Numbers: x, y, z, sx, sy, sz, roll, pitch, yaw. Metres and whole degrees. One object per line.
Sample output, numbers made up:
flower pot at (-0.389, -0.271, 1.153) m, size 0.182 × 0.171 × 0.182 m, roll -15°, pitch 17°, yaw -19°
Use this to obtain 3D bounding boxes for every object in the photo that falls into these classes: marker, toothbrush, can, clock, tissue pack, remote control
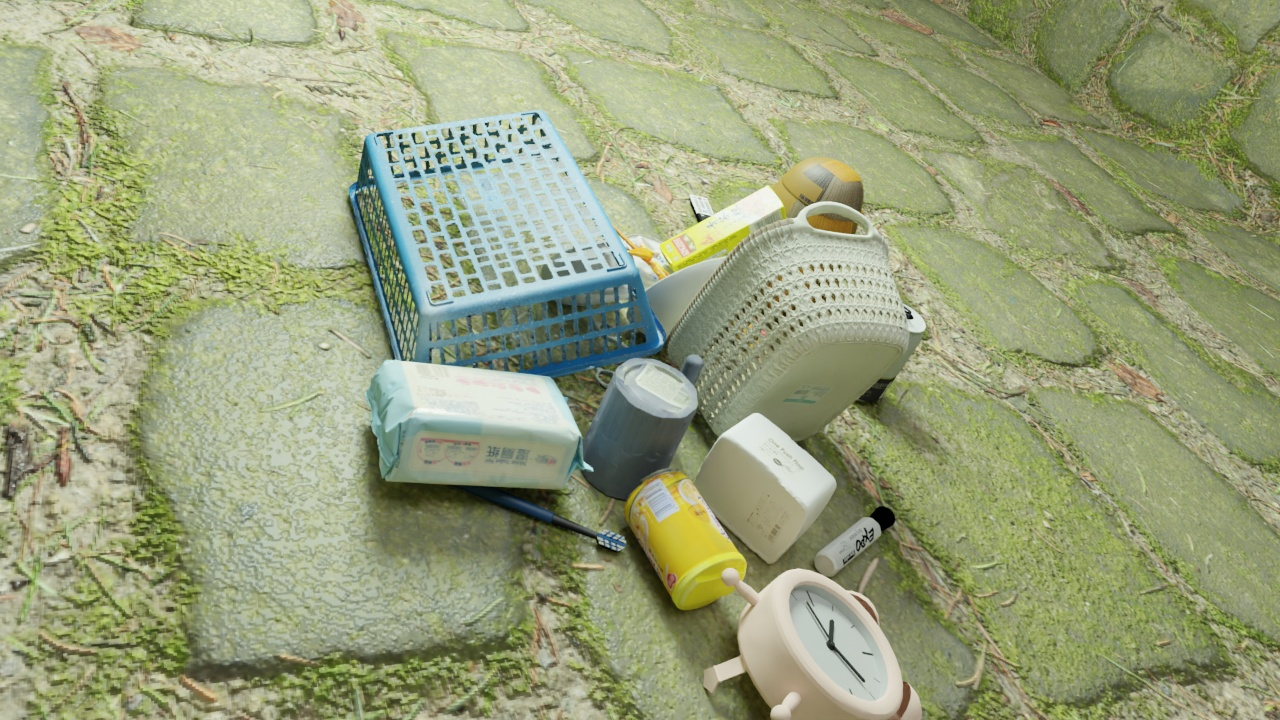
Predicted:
marker at (0.209, 0.171, 0.883) m, size 0.025 × 0.025 × 0.125 m, roll 43°, pitch 40°, yaw 23°
toothbrush at (-0.091, 0.126, 0.774) m, size 0.167 × 0.014 × 0.014 m, roll 22°, pitch 70°, yaw -3°
can at (0.036, 0.150, 0.772) m, size 0.067 × 0.068 × 0.105 m, roll -5°, pitch 45°, yaw -35°
can at (0.281, -0.014, 1.070) m, size 0.064 × 0.128 × 0.064 m, roll 16°, pitch 37°, yaw -12°
clock at (0.137, 0.239, 0.725) m, size 0.160 × 0.086 × 0.131 m, roll 15°, pitch 36°, yaw -29°
tissue pack at (-0.135, 0.056, 0.780) m, size 0.181 × 0.070 × 0.112 m, roll 8°, pitch 23°, yaw -25°
can at (0.006, -0.110, 1.104) m, size 0.086 × 0.043 × 0.086 m, roll 17°, pitch 39°, yaw -14°
remote control at (0.094, -0.194, 1.287) m, size 0.028 × 0.012 × 0.124 m, roll 9°, pitch 39°, yaw -21°

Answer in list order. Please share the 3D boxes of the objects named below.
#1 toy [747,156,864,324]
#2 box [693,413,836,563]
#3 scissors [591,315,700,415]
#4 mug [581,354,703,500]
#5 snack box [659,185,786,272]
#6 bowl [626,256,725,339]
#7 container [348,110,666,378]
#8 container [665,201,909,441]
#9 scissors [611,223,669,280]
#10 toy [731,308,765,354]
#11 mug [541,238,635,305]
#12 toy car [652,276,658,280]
toy at (0.203, -0.159, 1.143) m, size 0.198 × 0.204 × 0.162 m, roll 43°, pitch 39°, yaw 23°
box at (0.135, 0.109, 0.866) m, size 0.136 × 0.126 × 0.108 m, roll -29°, pitch 62°, yaw -38°
scissors at (-0.003, 0.001, 0.982) m, size 0.141 × 0.014 × 0.173 m, roll -9°, pitch 48°, yaw -43°
mug at (0.009, 0.055, 0.845) m, size 0.084 × 0.104 × 0.123 m, roll 37°, pitch 38°, yaw 17°
snack box at (0.097, -0.149, 1.071) m, size 0.148 × 0.029 × 0.040 m, roll -29°, pitch 57°, yaw 0°
bowl at (0.061, -0.057, 0.997) m, size 0.149 × 0.150 × 0.043 m, roll -9°, pitch 70°, yaw -38°
container at (-0.150, -0.133, 0.940) m, size 0.256 × 0.089 × 0.362 m, roll -13°, pitch 48°, yaw -17°
container at (0.148, -0.023, 0.916) m, size 0.184 × 0.247 × 0.142 m, roll 2°, pitch 55°, yaw -28°
scissors at (0.005, -0.119, 1.026) m, size 0.125 × 0.011 × 0.127 m, roll 42°, pitch 15°, yaw -20°
toy at (0.121, -0.052, 1.083) m, size 0.046 × 0.084 × 0.103 m, roll -15°, pitch 45°, yaw 2°
mug at (-0.051, -0.090, 1.010) m, size 0.089 × 0.071 × 0.107 m, roll -14°, pitch 28°, yaw -30°
toy car at (0.052, -0.080, 1.073) m, size 0.091 × 0.062 × 0.033 m, roll -12°, pitch 48°, yaw -22°
